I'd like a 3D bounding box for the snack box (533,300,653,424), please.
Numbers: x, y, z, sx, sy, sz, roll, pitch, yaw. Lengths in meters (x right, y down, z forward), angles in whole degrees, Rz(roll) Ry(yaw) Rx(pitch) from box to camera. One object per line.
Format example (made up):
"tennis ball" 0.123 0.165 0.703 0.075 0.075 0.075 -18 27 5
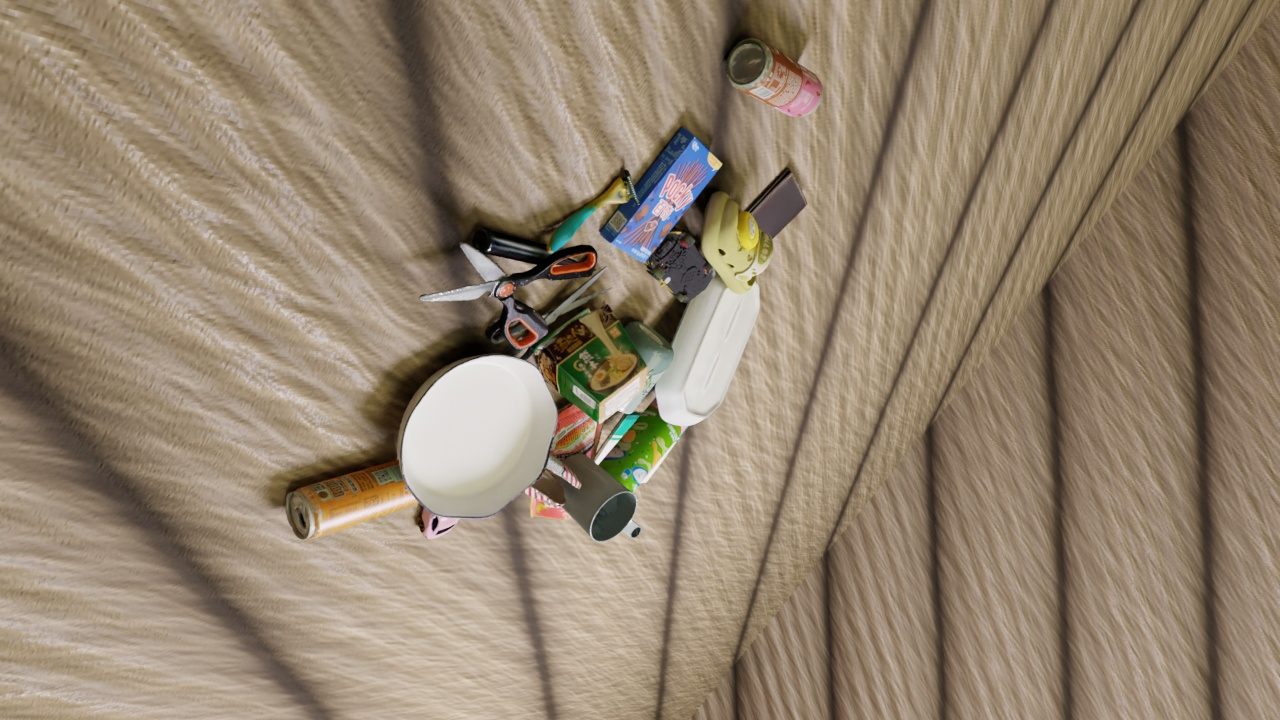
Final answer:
"snack box" -0.056 0.011 1.150 0.117 0.105 0.118 -37 162 -16

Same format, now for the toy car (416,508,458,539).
"toy car" -0.258 0.190 1.210 0.056 0.037 0.123 -20 142 -44

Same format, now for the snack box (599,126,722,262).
"snack box" 0.026 -0.194 1.094 0.157 0.026 0.084 -51 152 10

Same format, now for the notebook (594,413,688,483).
"notebook" -0.006 0.149 1.537 0.150 0.012 0.208 -55 151 16

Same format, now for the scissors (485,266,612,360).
"scissors" -0.112 -0.051 1.101 0.159 0.014 0.172 -4 133 -50

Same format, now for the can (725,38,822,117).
"can" 0.158 -0.326 1.066 0.147 0.058 0.058 1 128 -55

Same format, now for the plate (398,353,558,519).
"plate" -0.193 0.086 1.076 0.204 0.046 0.205 -17 117 -37

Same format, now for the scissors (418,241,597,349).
"scissors" -0.132 -0.082 0.984 0.223 0.021 0.221 -33 153 -18

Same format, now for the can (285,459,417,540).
"can" -0.323 0.156 1.045 0.145 0.058 0.058 -14 139 -46

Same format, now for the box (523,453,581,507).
"box" -0.140 0.125 1.205 0.079 0.074 0.163 -42 124 14

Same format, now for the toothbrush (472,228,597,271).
"toothbrush" -0.107 -0.117 1.014 0.212 0.026 0.027 3 105 -60

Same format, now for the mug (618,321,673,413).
"mug" -0.008 0.007 1.268 0.106 0.082 0.111 -53 164 12

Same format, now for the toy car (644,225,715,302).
"toy car" 0.049 -0.124 1.206 0.071 0.041 0.156 -47 151 3

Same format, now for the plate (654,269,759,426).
"plate" 0.109 -0.023 1.345 0.162 0.034 0.265 21 92 -53

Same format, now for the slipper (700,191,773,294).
"slipper" 0.138 -0.154 1.217 0.190 0.082 0.091 51 45 -59

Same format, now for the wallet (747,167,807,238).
"wallet" 0.183 -0.205 1.311 0.122 0.020 0.096 -45 148 1

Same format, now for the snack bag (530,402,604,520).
"snack bag" -0.109 0.140 1.329 0.128 0.073 0.208 -23 141 -33

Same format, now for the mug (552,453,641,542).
"mug" -0.060 0.199 1.299 0.083 0.103 0.124 -50 143 -6

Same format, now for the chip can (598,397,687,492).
"chip can" 0.024 0.107 1.399 0.235 0.072 0.072 -49 156 -23

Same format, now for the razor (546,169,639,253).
"razor" -0.057 -0.161 1.020 0.132 0.028 0.043 -41 139 -20
